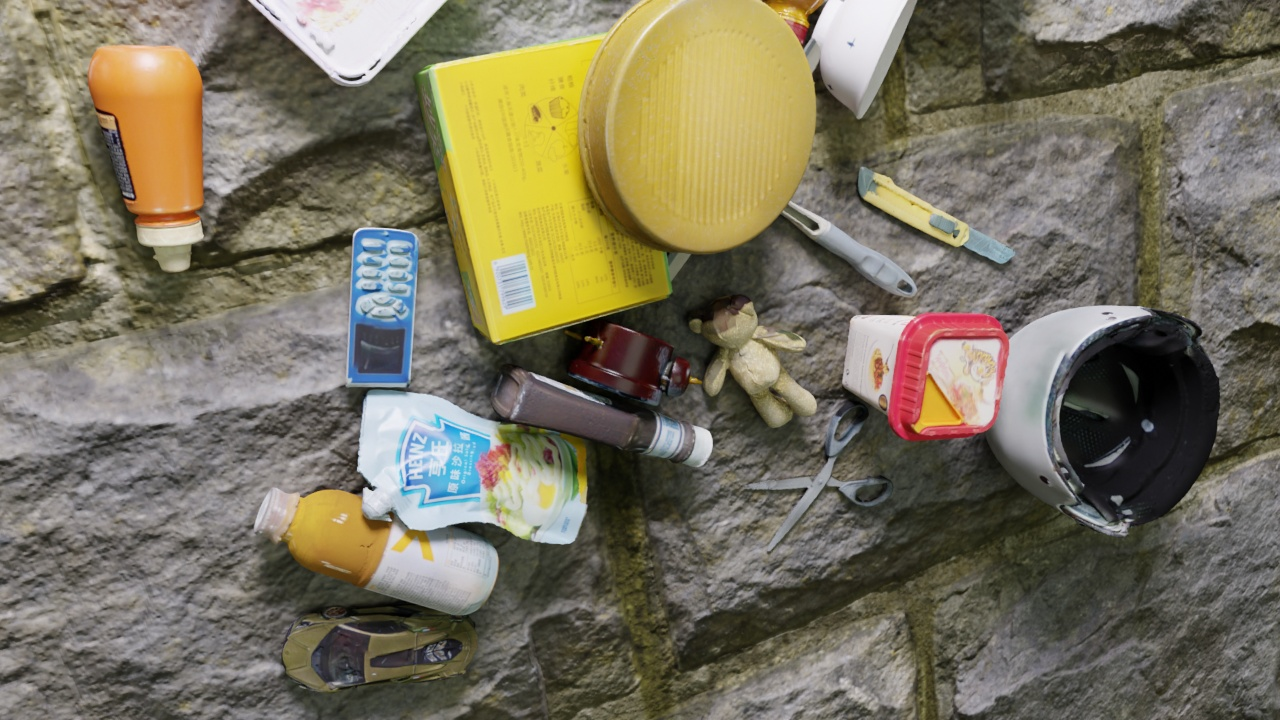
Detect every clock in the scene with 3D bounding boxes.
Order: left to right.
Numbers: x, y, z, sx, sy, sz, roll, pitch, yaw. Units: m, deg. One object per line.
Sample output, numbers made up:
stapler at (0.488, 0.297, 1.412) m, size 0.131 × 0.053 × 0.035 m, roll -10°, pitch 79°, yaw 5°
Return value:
clock at (-0.005, 0.004, 0.774) m, size 0.122 × 0.082 × 0.055 m, roll 19°, pitch 89°, yaw -24°

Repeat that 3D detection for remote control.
remote control at (-0.200, -0.039, 0.709) m, size 0.049 × 0.024 × 0.125 m, roll 2°, pitch 101°, yaw -24°

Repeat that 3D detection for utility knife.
utility knife at (0.292, -0.137, 0.904) m, size 0.216 × 0.022 × 0.031 m, roll 19°, pitch 101°, yaw -31°

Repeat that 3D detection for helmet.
helmet at (0.451, 0.049, 0.940) m, size 0.273 × 0.157 × 0.230 m, roll 13°, pitch 96°, yaw -36°

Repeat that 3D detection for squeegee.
squeegee at (0.163, -0.120, 0.836) m, size 0.246 × 0.039 × 0.247 m, roll 26°, pitch 106°, yaw -28°

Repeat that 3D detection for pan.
pan at (0.043, -0.257, 0.679) m, size 0.197 × 0.078 × 0.358 m, roll -8°, pitch 111°, yaw -31°

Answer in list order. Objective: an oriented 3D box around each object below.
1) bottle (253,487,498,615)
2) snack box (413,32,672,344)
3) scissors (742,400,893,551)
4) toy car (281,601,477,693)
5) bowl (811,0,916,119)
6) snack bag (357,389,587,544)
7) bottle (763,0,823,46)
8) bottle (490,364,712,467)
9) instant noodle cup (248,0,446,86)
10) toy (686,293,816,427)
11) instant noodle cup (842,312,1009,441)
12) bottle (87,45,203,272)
bottle at (-0.207, 0.149, 0.730) m, size 0.189 × 0.068 × 0.068 m, roll 25°, pitch 92°, yaw -26°
snack box at (-0.071, -0.135, 0.714) m, size 0.157 × 0.070 × 0.210 m, roll -17°, pitch 109°, yaw -19°
scissors at (0.184, 0.123, 0.925) m, size 0.159 × 0.014 × 0.179 m, roll 33°, pitch 92°, yaw -25°
toy car at (-0.216, 0.241, 0.768) m, size 0.158 × 0.042 × 0.070 m, roll 0°, pitch 103°, yaw -20°
bowl at (0.183, -0.274, 0.783) m, size 0.065 × 0.118 × 0.118 m, roll 26°, pitch 92°, yaw 11°
snack bag at (-0.134, 0.088, 0.746) m, size 0.190 × 0.039 × 0.110 m, roll 13°, pitch 71°, yaw -28°
bottle at (0.136, -0.350, 0.755) m, size 0.057 × 0.057 × 0.175 m, roll 9°, pitch 100°, yaw -25°
bottle at (-0.027, 0.052, 0.777) m, size 0.194 × 0.080 × 0.044 m, roll 18°, pitch 94°, yaw -27°
instant noodle cup at (-0.194, -0.291, 0.628) m, size 0.138 × 0.060 × 0.173 m, roll 44°, pitch 83°, yaw -26°
toy at (0.108, 0.002, 0.838) m, size 0.105 × 0.066 × 0.157 m, roll -21°, pitch 123°, yaw 29°
instant noodle cup at (0.260, 0.006, 0.863) m, size 0.116 × 0.124 × 0.117 m, roll -1°, pitch 103°, yaw -22°
bottle at (-0.323, -0.132, 0.616) m, size 0.066 × 0.067 × 0.150 m, roll -7°, pitch 113°, yaw -22°
